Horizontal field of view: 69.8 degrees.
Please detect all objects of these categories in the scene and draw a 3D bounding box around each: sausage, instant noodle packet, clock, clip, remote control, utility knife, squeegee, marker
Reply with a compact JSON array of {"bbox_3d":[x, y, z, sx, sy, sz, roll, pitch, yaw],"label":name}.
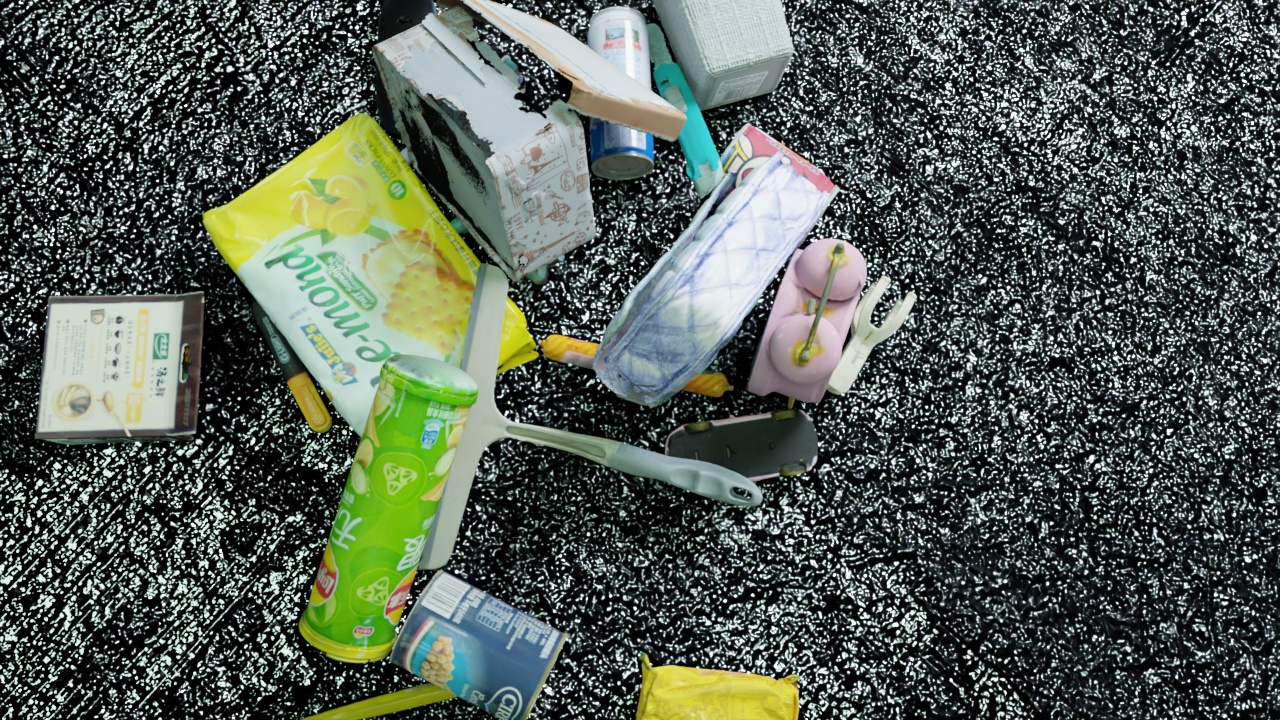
[{"bbox_3d":[-0.004,0.004,0.752,0.165,0.021,0.021,13,79,0],"label":"sausage"},{"bbox_3d":[0.052,0.285,0.691,0.128,0.044,0.110,8,73,-4],"label":"instant noodle packet"},{"bbox_3d":[0.126,-0.028,0.692,0.060,0.158,0.117,20,76,9],"label":"clock"},{"bbox_3d":[0.185,-0.023,0.741,0.035,0.084,0.104,34,69,4],"label":"clip"},{"bbox_3d":[-0.202,-0.262,0.792,0.053,0.024,0.136,-1,80,-1],"label":"remote control"},{"bbox_3d":[0.030,-0.216,0.764,0.029,0.013,0.207,-24,58,10],"label":"utility knife"},{"bbox_3d":[-0.027,0.072,0.708,0.246,0.039,0.246,13,99,4],"label":"squeegee"},{"bbox_3d":[-0.284,0.003,0.745,0.018,0.015,0.124,-29,80,-12],"label":"marker"}]

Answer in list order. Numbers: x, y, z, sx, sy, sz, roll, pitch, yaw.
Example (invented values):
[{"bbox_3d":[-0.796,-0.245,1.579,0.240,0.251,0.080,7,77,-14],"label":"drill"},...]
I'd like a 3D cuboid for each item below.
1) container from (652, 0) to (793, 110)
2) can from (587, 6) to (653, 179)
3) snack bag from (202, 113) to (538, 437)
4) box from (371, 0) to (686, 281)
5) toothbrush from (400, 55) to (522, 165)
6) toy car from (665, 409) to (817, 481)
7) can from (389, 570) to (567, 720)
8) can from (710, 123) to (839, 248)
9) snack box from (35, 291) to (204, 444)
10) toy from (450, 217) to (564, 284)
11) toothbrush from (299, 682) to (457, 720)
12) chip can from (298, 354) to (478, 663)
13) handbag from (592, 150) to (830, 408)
[{"bbox_3d":[0.071,-0.285,0.775,0.090,0.090,0.114,-17,83,-5],"label":"container"},{"bbox_3d":[-0.017,-0.226,0.778,0.053,0.053,0.134,-2,80,-3],"label":"can"},{"bbox_3d":[-0.210,-0.062,0.728,0.158,0.068,0.246,-36,91,-4],"label":"snack bag"},{"bbox_3d":[-0.079,-0.198,0.705,0.177,0.153,0.182,-32,61,-20],"label":"box"},{"bbox_3d":[-0.177,-0.191,0.784,0.189,0.029,0.021,-43,43,-7],"label":"toothbrush"},{"bbox_3d":[0.080,0.071,0.734,0.122,0.037,0.056,-8,90,-5],"label":"toy car"},{"bbox_3d":[-0.120,0.213,0.682,0.111,0.075,0.075,27,79,3],"label":"can"},{"bbox_3d":[0.109,-0.143,0.760,0.094,0.066,0.066,35,80,4],"label":"can"},{"bbox_3d":[-0.398,0.007,0.721,0.125,0.053,0.113,-1,79,-3],"label":"snack box"},{"bbox_3d":[-0.098,-0.108,0.767,0.096,0.030,0.092,-41,88,-16],"label":"toy"},{"bbox_3d":[-0.223,0.269,0.697,0.190,0.017,0.015,-12,81,-4],"label":"toothbrush"},{"bbox_3d":[-0.183,0.104,0.670,0.072,0.072,0.221,20,97,1],"label":"chip can"},{"bbox_3d":[0.052,-0.065,0.672,0.075,0.134,0.193,40,52,-2],"label":"handbag"}]
